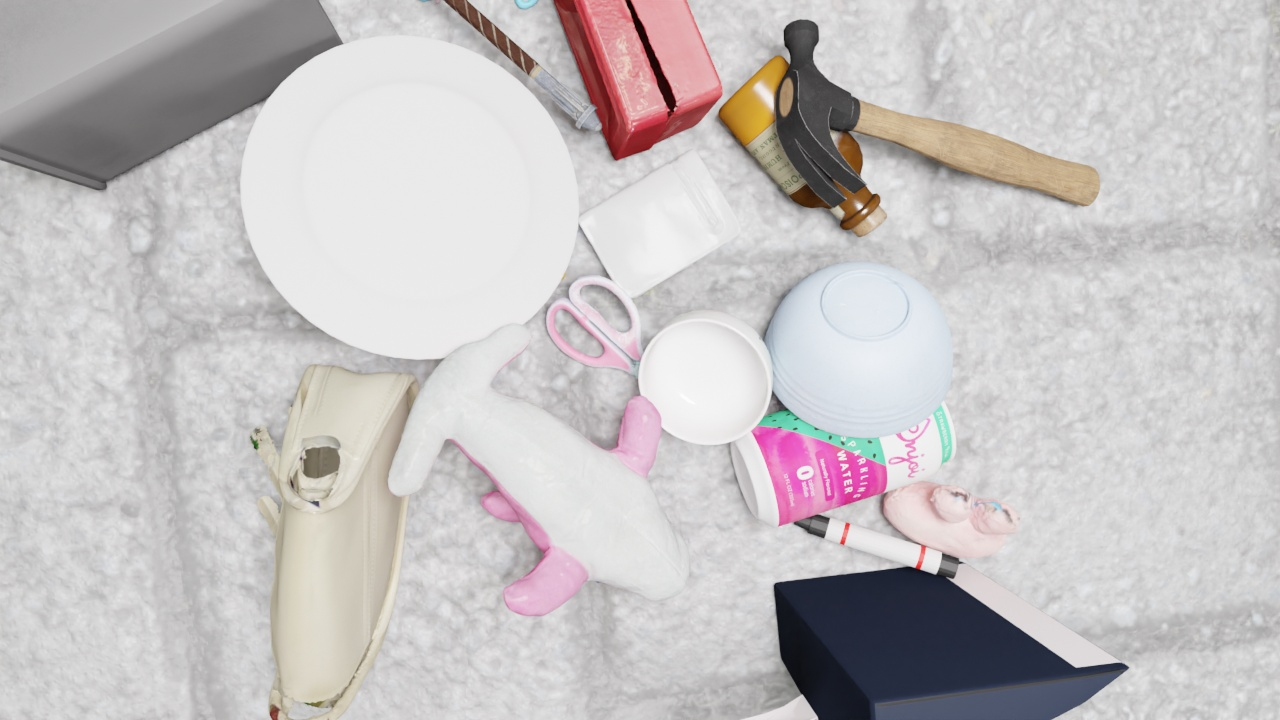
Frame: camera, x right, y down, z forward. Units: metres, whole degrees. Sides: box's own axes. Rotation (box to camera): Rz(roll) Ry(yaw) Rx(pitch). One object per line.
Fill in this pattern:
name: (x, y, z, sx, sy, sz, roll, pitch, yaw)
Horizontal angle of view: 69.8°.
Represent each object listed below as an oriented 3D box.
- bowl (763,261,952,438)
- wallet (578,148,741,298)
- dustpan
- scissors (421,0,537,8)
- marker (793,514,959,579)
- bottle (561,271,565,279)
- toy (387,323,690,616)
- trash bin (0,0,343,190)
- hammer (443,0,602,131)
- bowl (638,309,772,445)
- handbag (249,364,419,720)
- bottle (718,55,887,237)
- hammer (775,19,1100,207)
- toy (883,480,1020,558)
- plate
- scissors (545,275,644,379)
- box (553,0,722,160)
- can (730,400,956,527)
bowl: (0.171, -0.023, 0.712, 0.150, 0.075, 0.150, -3, 55, 4)
wallet: (0.016, -0.110, 0.750, 0.116, 0.032, 0.086, -27, 95, 4)
dustpan: (0.166, 0.237, 0.686, 0.273, 0.236, 0.080, -5, 95, -6)
scissors: (-0.120, -0.333, 0.731, 0.126, 0.015, 0.136, 31, 96, -8)
marker: (0.193, 0.153, 0.775, 0.146, 0.019, 0.019, 16, 92, 13)
bottle: (-0.103, -0.125, 0.726, 0.051, 0.051, 0.146, -34, 97, -3)
toy: (-0.073, 0.100, 0.703, 0.265, 0.128, 0.186, 44, 62, -24)
trash bin: (-0.333, -0.220, 0.626, 0.219, 0.192, 0.097, -30, 96, -5)
hammer: (-0.153, -0.282, 0.686, 0.322, 0.098, 0.044, 41, 133, -6)
bowl: (0.054, 0.009, 0.723, 0.105, 0.054, 0.105, 5, 113, 12)
handbag: (-0.245, 0.125, 0.671, 0.132, 0.184, 0.229, 5, 110, -4)
bottle: (0.138, -0.165, 0.742, 0.068, 0.068, 0.157, -44, 97, -2)
hammer: (0.247, -0.168, 0.733, 0.305, 0.040, 0.132, 10, 71, -22)
toy: (0.260, 0.128, 0.757, 0.108, 0.105, 0.053, 22, 70, 0)
plate: (-0.160, -0.122, 0.668, 0.242, 0.016, 0.242, 2, 84, -18)
scissors: (-0.001, 0.003, 0.757, 0.174, 0.017, 0.077, 44, 110, -11)
box: (-0.013, -0.241, 0.690, 0.087, 0.129, 0.158, -24, 95, -3)
can: (0.163, 0.072, 0.749, 0.166, 0.088, 0.088, -17, 95, -5)
